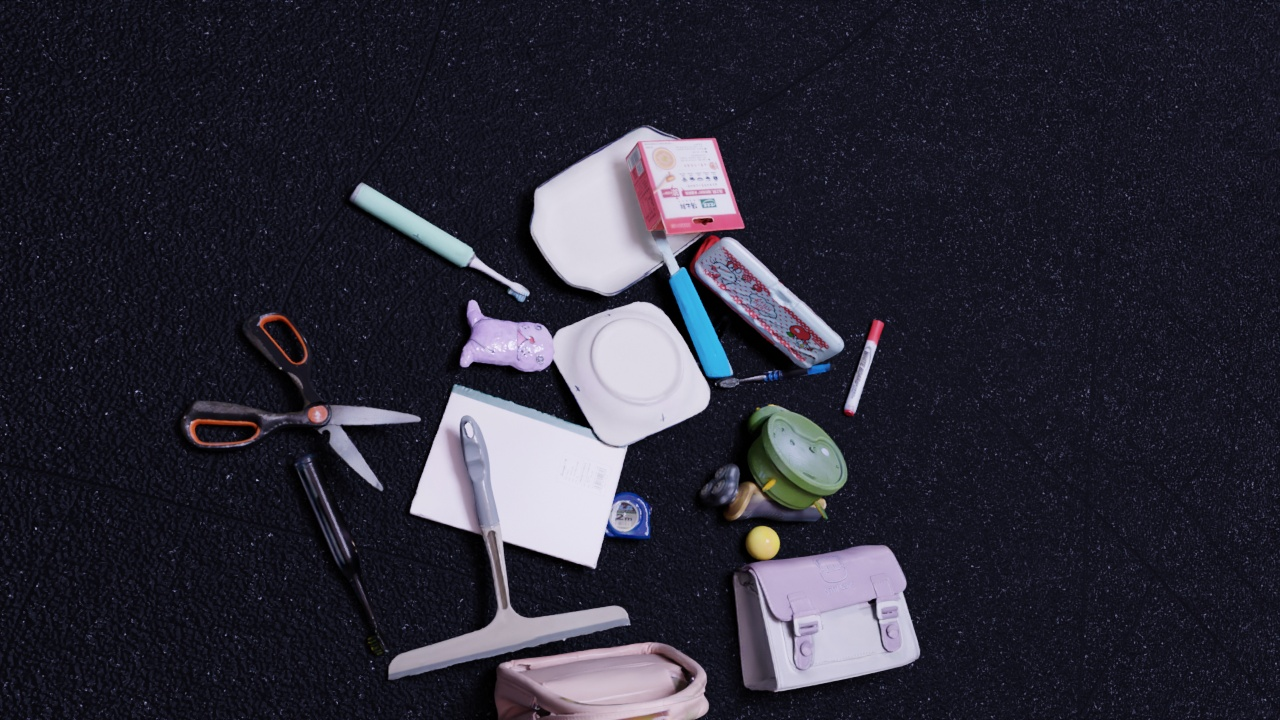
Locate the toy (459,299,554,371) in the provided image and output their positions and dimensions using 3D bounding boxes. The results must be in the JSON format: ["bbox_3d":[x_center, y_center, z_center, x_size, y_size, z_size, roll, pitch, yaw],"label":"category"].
[{"bbox_3d":[-0.148,-0.022,1.035,0.108,0.039,0.083,9,63,-20],"label":"toy"}]

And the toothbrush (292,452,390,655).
[{"bbox_3d":[-0.297,0.195,0.919,0.027,0.026,0.212,-24,87,7],"label":"toothbrush"}]

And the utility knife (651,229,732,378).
[{"bbox_3d":[0.059,-0.073,1.119,0.034,0.018,0.209,-23,89,-26],"label":"utility knife"}]

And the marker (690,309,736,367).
[{"bbox_3d":[0.076,-0.013,1.138,0.020,0.022,0.131,49,63,-20],"label":"marker"}]

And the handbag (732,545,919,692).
[{"bbox_3d":[0.215,0.298,1.076,0.196,0.099,0.144,-3,71,-24],"label":"handbag"}]

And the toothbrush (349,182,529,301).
[{"bbox_3d":[-0.224,-0.132,1.040,0.224,0.027,0.026,31,34,-13],"label":"toothbrush"}]

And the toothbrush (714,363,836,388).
[{"bbox_3d":[0.177,0.019,1.177,0.189,0.016,0.014,-7,86,-26],"label":"toothbrush"}]

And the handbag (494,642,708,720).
[{"bbox_3d":[-0.026,0.327,0.880,0.193,0.235,0.093,-1,74,-24],"label":"handbag"}]

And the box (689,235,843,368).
[{"bbox_3d":[0.162,-0.083,1.136,0.201,0.100,0.112,40,44,-9],"label":"box"}]

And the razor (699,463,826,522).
[{"bbox_3d":[0.153,0.166,1.107,0.167,0.062,0.067,13,69,-26],"label":"razor"}]

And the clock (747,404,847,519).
[{"bbox_3d":[0.184,0.111,1.110,0.116,0.056,0.161,27,35,-18],"label":"clock"}]

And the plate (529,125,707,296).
[{"bbox_3d":[-0.021,-0.183,1.136,0.265,0.034,0.162,-38,93,-27],"label":"plate"}]

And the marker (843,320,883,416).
[{"bbox_3d":[0.299,0.009,1.231,0.017,0.017,0.145,30,66,-13],"label":"marker"}]

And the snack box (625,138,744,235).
[{"bbox_3d":[0.054,-0.206,1.124,0.113,0.044,0.127,-9,75,-27],"label":"snack box"}]

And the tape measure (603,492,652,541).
[{"bbox_3d":[-0.016,0.178,1.043,0.058,0.025,0.054,7,71,-10],"label":"tape measure"}]

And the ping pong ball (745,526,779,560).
[{"bbox_3d":[0.145,0.218,1.094,0.040,0.040,0.040,6,73,-22],"label":"ping pong ball"}]

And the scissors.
[{"bbox_3d":[-0.343,0.042,0.922,0.220,0.022,0.230,-15,73,-17],"label":"scissors"}]

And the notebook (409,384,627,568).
[{"bbox_3d":[-0.128,0.127,1.006,0.209,0.012,0.150,19,69,-11],"label":"notebook"}]

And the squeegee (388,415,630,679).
[{"bbox_3d":[-0.157,0.178,0.953,0.246,0.039,0.246,-13,77,0],"label":"squeegee"}]

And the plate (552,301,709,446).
[{"bbox_3d":[-0.006,0.006,1.072,0.164,0.034,0.163,-23,72,-27],"label":"plate"}]
